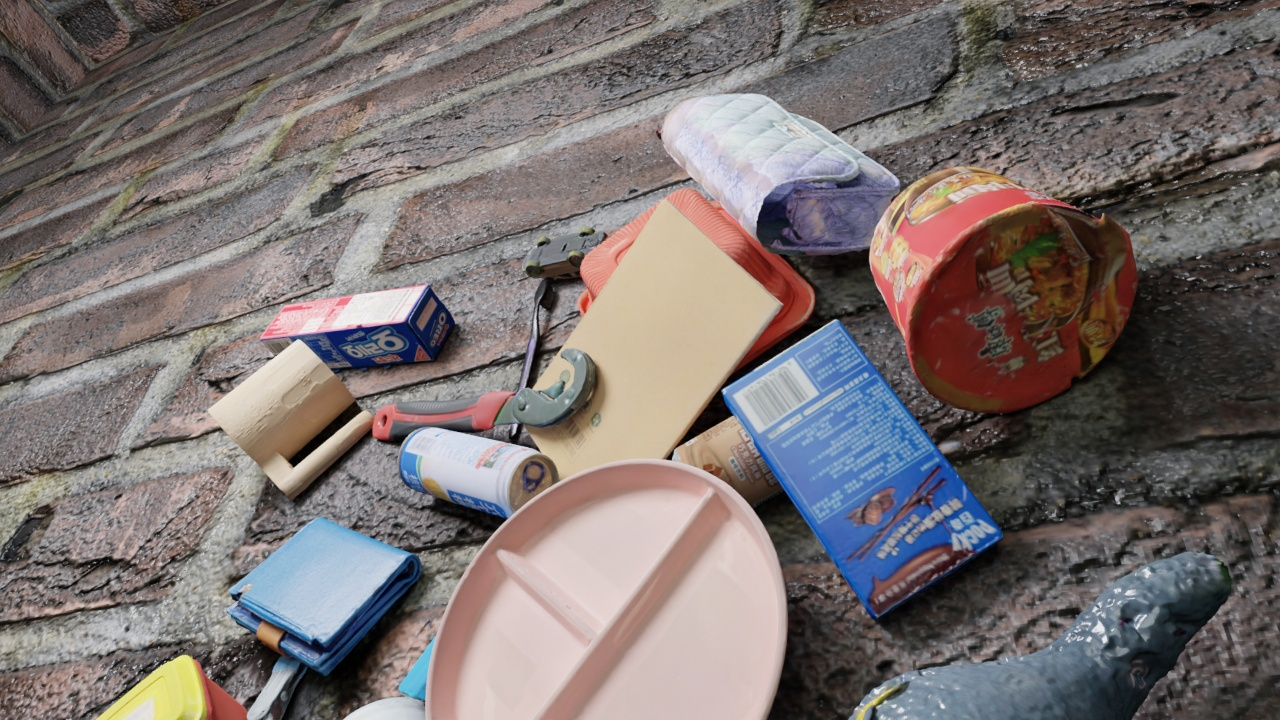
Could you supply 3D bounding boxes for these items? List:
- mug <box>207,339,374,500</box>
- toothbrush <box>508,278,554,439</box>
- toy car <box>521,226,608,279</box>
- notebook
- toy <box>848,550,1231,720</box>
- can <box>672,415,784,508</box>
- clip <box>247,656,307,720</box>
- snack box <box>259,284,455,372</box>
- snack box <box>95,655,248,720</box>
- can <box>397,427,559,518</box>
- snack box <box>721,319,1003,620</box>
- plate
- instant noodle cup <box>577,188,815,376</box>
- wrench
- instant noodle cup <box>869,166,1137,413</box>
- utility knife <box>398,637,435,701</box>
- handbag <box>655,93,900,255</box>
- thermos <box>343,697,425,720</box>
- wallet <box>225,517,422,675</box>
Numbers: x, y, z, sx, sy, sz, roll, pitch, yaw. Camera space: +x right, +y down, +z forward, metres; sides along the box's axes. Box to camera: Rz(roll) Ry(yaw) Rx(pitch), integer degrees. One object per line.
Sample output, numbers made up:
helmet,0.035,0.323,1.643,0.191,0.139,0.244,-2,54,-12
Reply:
mug,-0.320,0.054,0.853,0.124,0.084,0.103,38,71,24
toothbrush,-0.096,-0.004,0.815,0.014,0.017,0.188,-23,41,29
toy car,-0.072,-0.098,0.876,0.091,0.035,0.042,-6,44,29
notebook,-0.004,0.004,0.655,0.208,0.008,0.148,-54,47,16
toy,0.130,0.211,0.377,0.138,0.091,0.355,24,66,32
can,0.083,0.056,0.594,0.116,0.058,0.058,-30,39,2
clip,-0.260,0.239,0.660,0.025,0.031,0.057,-11,35,21
snack box,-0.288,-0.029,0.928,0.208,0.057,0.058,-5,43,30
snack box,-0.316,0.261,0.621,0.091,0.080,0.082,-41,41,-11
can,-0.125,0.085,0.698,0.135,0.053,0.053,6,52,41
snack box,0.125,0.060,0.534,0.084,0.026,0.157,-32,68,-1
plate,-0.022,0.161,0.522,0.230,0.028,0.229,-19,46,20
instant noodle cup,0.030,-0.060,0.736,0.164,0.079,0.188,-36,44,1
wrench,-0.140,0.039,0.753,0.274,0.016,0.056,-13,66,39
instant noodle cup,0.213,-0.051,0.574,0.138,0.138,0.108,-26,30,7
utility knife,-0.126,0.189,0.615,0.198,0.018,0.034,-51,32,-13
handbag,0.110,-0.158,0.749,0.134,0.076,0.194,-5,34,-23
thermos,-0.113,0.282,0.472,0.073,0.073,0.224,-35,39,-4
wallet,-0.242,0.174,0.697,0.133,0.040,0.106,7,42,39
